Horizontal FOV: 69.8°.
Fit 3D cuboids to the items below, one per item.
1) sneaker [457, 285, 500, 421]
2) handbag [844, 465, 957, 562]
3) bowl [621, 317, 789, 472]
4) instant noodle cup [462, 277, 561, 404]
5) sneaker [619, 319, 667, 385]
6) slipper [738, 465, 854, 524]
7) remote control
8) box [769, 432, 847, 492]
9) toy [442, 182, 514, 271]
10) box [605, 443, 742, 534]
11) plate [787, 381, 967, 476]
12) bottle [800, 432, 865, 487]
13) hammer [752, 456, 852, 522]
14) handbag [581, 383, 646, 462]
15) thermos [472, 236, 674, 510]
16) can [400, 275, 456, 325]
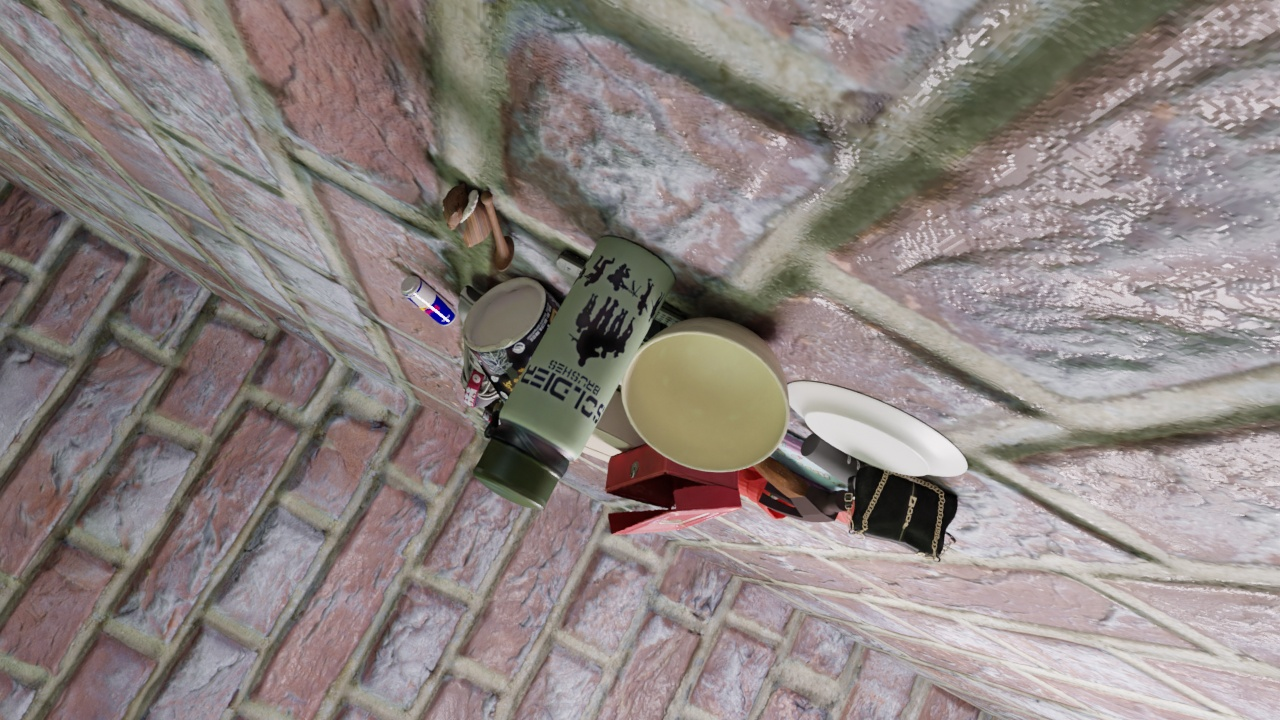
[{"bbox_3d":[-0.197,-0.006,1.191,0.097,0.128,0.263,24,164,12],"label":"sneaker"},{"bbox_3d":[0.277,0.164,0.976,0.128,0.079,0.054,20,164,-2],"label":"handbag"},{"bbox_3d":[0.065,0.020,0.830,0.151,0.075,0.151,9,125,13],"label":"bowl"},{"bbox_3d":[-0.127,-0.020,1.024,0.137,0.137,0.112,16,152,40],"label":"instant noodle cup"},{"bbox_3d":[0.027,0.015,0.951,0.240,0.088,0.124,35,172,8],"label":"sneaker"},{"bbox_3d":[0.193,0.191,1.292,0.249,0.059,0.103,20,164,27],"label":"slipper"},{"bbox_3d":[-0.018,-0.065,0.868,0.136,0.013,0.033,29,166,-3],"label":"remote control"},{"bbox_3d":[0.159,0.109,1.130,0.214,0.034,0.151,26,162,7],"label":"box"},{"bbox_3d":[-0.152,-0.127,0.855,0.055,0.041,0.102,4,155,4],"label":"toy"},{"bbox_3d":[0.042,0.166,1.223,0.134,0.110,0.158,9,156,-33],"label":"box"},{"bbox_3d":[0.224,0.076,0.902,0.188,0.016,0.189,27,166,7],"label":"plate"},{"bbox_3d":[0.231,0.121,1.025,0.113,0.030,0.030,33,166,-19],"label":"bottle"},{"bbox_3d":[0.109,0.094,1.079,0.323,0.033,0.116,38,153,-17],"label":"hammer"},{"bbox_3d":[-0.063,0.097,1.329,0.211,0.103,0.209,20,164,14],"label":"handbag"},{"bbox_3d":[-0.060,0.011,0.767,0.082,0.231,0.082,27,167,6],"label":"thermos"},{"bbox_3d":[-0.301,-0.085,1.305,0.032,0.032,0.095,19,163,35],"label":"can"}]
